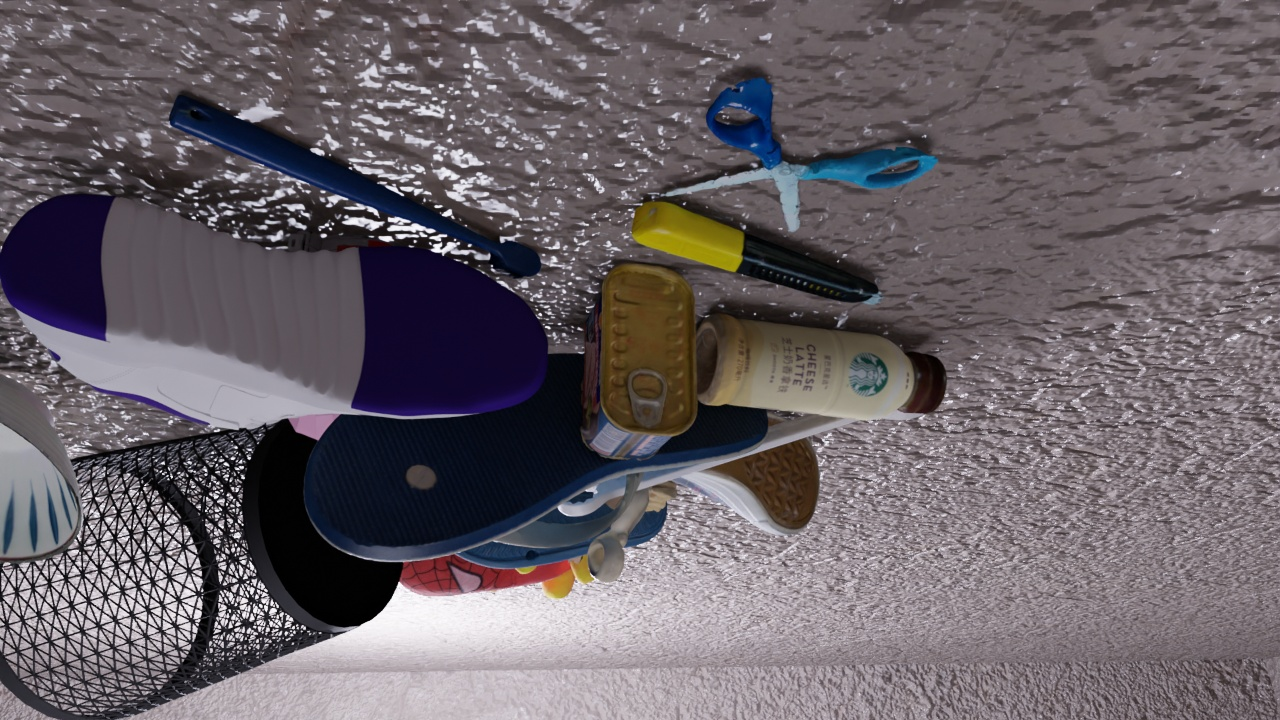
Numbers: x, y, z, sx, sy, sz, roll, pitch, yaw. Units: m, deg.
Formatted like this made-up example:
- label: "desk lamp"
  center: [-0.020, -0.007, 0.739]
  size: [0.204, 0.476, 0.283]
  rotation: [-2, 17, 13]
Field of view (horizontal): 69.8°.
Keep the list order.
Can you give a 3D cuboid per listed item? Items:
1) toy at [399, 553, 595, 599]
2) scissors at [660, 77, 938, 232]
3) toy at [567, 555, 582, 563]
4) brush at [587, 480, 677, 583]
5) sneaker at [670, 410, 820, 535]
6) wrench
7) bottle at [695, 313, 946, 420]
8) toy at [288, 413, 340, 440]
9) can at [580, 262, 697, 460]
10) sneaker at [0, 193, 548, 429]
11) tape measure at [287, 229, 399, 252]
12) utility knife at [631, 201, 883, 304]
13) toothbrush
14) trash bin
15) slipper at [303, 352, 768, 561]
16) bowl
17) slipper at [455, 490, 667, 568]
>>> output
- label: "toy"
  center: [-0.152, 0.196, 0.941]
  size: [0.216, 0.098, 0.148]
  rotation: [10, 143, -27]
- label: "scissors"
  center: [0.068, -0.091, 0.420]
  size: [0.128, 0.014, 0.133]
  rotation: [-6, 160, 21]
- label: "toy"
  center: [-0.030, 0.151, 0.900]
  size: [0.112, 0.050, 0.087]
  rotation: [-30, 150, 10]
- label: "brush"
  center: [-0.011, 0.106, 0.668]
  size: [0.077, 0.062, 0.272]
  rotation: [4, -174, 2]
- label: "sneaker"
  center: [0.059, 0.071, 0.716]
  size: [0.079, 0.087, 0.235]
  rotation: [4, 160, 43]
- label: "wrench"
  center: [0.075, 0.055, 0.613]
  size: [0.273, 0.047, 0.009]
  rotation: [-16, 118, -15]
- label: "bottle"
  center: [0.115, 0.007, 0.582]
  size: [0.162, 0.056, 0.057]
  rotation: [6, 155, -17]
- label: "toy"
  center: [-0.167, 0.032, 0.616]
  size: [0.123, 0.067, 0.158]
  rotation: [4, 159, -8]
- label: "can"
  center: [-0.003, 0.003, 0.516]
  size: [0.054, 0.099, 0.059]
  rotation: [7, 156, -15]
- label: "sneaker"
  center: [-0.175, -0.002, 0.464]
  size: [0.244, 0.091, 0.111]
  rotation: [13, 149, -17]
- label: "tape measure"
  center: [-0.156, -0.044, 0.499]
  size: [0.062, 0.020, 0.060]
  rotation: [5, 155, -13]
- label: "utility knife"
  center: [0.071, -0.052, 0.494]
  size: [0.174, 0.020, 0.029]
  rotation: [15, 168, -32]
- label: "toothbrush"
  center: [-0.125, -0.076, 0.438]
  size: [0.189, 0.016, 0.017]
  rotation: [21, 154, -40]
- label: "trash bin"
  center: [-0.335, 0.152, 0.723]
  size: [0.244, 0.216, 0.217]
  rotation: [-17, 152, 18]
- label: "slipper"
  center: [-0.053, 0.051, 0.550]
  size: [0.294, 0.118, 0.060]
  rotation: [-10, 149, -31]
- label: "bowl"
  center: [-0.452, 0.056, 0.619]
  size: [0.177, 0.070, 0.178]
  rotation: [2, 131, 3]
- label: "slipper"
  center: [-0.079, 0.129, 0.796]
  size: [0.213, 0.103, 0.059]
  rotation: [3, 158, -19]
